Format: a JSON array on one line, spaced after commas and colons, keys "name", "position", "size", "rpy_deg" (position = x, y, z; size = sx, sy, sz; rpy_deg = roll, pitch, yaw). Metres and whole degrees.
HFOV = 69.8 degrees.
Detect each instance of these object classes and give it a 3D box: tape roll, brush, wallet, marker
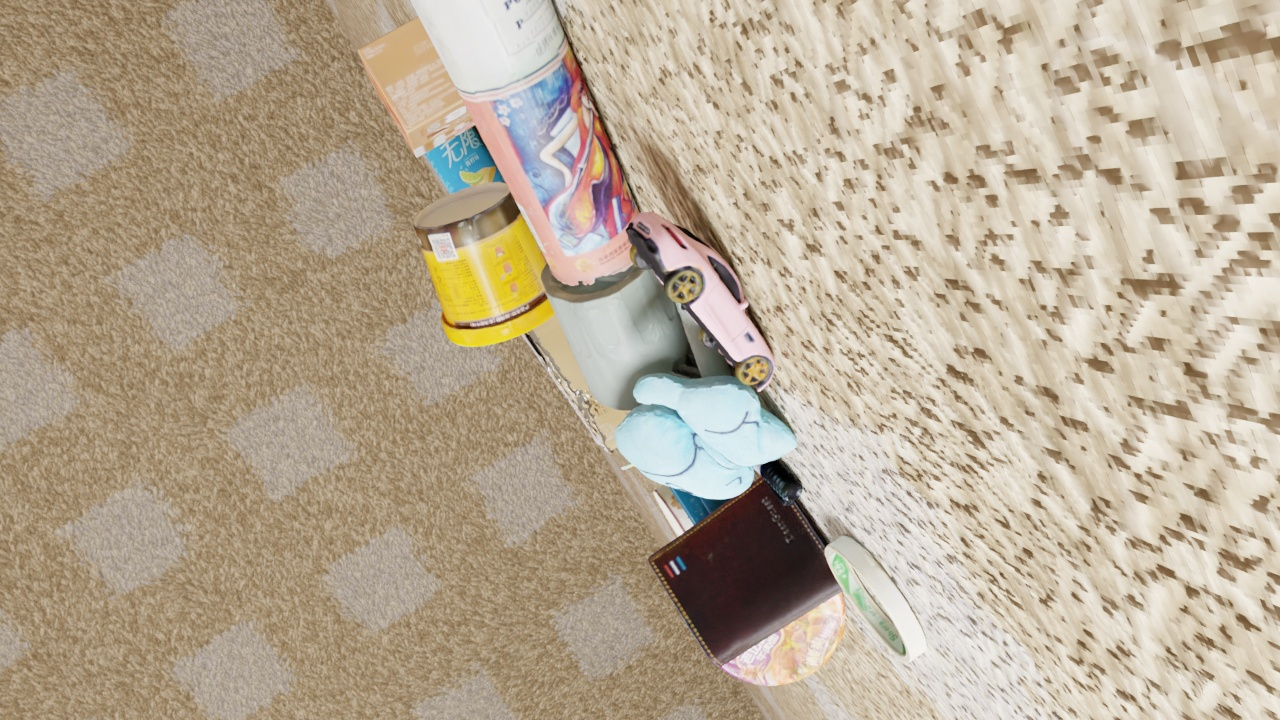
[{"name": "tape roll", "position": [0.148, 0.150, 0.581], "size": [0.086, 0.014, 0.086], "rpy_deg": [56, 172, 11]}, {"name": "brush", "position": [0.071, 0.135, 0.847], "size": [0.144, 0.055, 0.073], "rpy_deg": [57, 174, 11]}, {"name": "wallet", "position": [0.077, 0.151, 0.663], "size": [0.096, 0.122, 0.020], "rpy_deg": [56, -160, 14]}, {"name": "marker", "position": [0.075, 0.062, 0.665], "size": [0.130, 0.018, 0.023], "rpy_deg": [46, 131, 53]}]

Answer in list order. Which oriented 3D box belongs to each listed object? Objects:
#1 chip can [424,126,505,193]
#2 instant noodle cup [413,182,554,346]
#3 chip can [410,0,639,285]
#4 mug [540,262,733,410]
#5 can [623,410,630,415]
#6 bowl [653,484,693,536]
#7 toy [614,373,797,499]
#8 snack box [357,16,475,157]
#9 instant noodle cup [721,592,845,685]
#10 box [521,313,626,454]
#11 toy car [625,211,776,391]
[{"name": "chip can", "position": [-0.211, -0.235, 1.104], "size": [0.210, 0.071, 0.071], "rpy_deg": [58, 173, -4]}, {"name": "instant noodle cup", "position": [-0.141, -0.091, 0.833], "size": [0.118, 0.118, 0.114], "rpy_deg": [46, 158, 58]}, {"name": "chip can", "position": [-0.062, -0.143, 0.525], "size": [0.071, 0.071, 0.215], "rpy_deg": [50, 169, 48]}, {"name": "mug", "position": [0.002, -0.025, 0.618], "size": [0.124, 0.083, 0.103], "rpy_deg": [17, 146, 36]}, {"name": "can", "position": [-0.005, 0.005, 0.795], "size": [0.116, 0.058, 0.058], "rpy_deg": [59, 172, -8]}, {"name": "bowl", "position": [0.069, 0.173, 0.987], "size": [0.113, 0.062, 0.113], "rpy_deg": [57, 171, 13]}, {"name": "toy", "position": [0.034, 0.054, 0.603], "size": [0.157, 0.049, 0.161], "rpy_deg": [-6, 146, 42]}, {"name": "snack box", "position": [-0.173, -0.236, 0.773], "size": [0.077, 0.092, 0.094], "rpy_deg": [59, 173, -5]}, {"name": "instant noodle cup", "position": [0.096, 0.189, 0.741], "size": [0.111, 0.111, 0.099], "rpy_deg": [59, 180, -11]}, {"name": "box", "position": [-0.064, 0.003, 0.929], "size": [0.184, 0.062, 0.090], "rpy_deg": [59, 172, -23]}, {"name": "toy car", "position": [0.036, -0.033, 0.488], "size": [0.122, 0.037, 0.056], "rpy_deg": [48, -178, -36]}]
